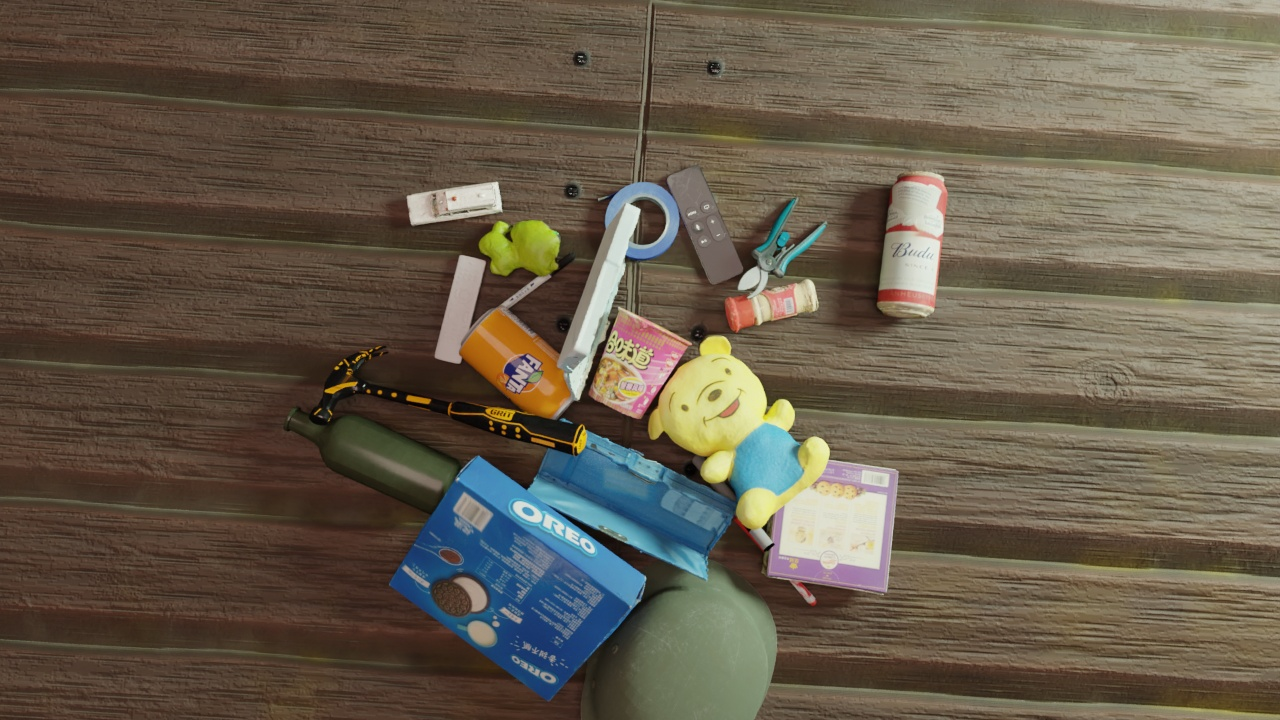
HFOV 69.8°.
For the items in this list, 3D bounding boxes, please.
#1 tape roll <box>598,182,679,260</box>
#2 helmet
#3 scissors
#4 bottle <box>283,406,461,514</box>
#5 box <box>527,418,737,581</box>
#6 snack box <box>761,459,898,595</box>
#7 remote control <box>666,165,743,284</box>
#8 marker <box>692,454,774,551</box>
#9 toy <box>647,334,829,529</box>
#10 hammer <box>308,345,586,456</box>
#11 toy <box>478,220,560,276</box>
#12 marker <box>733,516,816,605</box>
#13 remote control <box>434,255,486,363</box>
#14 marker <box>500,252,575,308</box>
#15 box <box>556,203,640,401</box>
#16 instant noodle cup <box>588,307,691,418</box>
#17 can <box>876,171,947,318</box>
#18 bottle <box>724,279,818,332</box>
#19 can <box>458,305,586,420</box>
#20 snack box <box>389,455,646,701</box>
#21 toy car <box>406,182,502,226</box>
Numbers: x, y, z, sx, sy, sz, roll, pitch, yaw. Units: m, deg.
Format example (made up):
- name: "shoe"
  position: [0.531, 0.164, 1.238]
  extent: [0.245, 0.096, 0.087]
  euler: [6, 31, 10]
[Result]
- name: "tape roll"
  position: [0.002, -0.170, 1.125]
  extent: [0.091, 0.016, 0.093]
  euler: [-19, 88, -2]
- name: "helmet"
  position: [0.044, 0.365, 1.031]
  extent: [0.227, 0.154, 0.267]
  euler: [34, 87, 1]
- name: "scissors"
  position: [0.170, -0.139, 1.114]
  extent: [0.128, 0.019, 0.153]
  euler: [-1, 77, -12]
- name: "bottle"
  position: [-0.317, 0.110, 1.078]
  extent: [0.207, 0.071, 0.071]
  euler: [24, 87, 0]
- name: "box"
  position: [-0.015, 0.171, 1.054]
  extent: [0.231, 0.101, 0.094]
  euler: [26, 129, -1]
- name: "snack box"
  position: [0.226, 0.193, 1.092]
  extent: [0.143, 0.040, 0.148]
  euler: [9, 81, -1]
- name: "remote control"
  position: [0.079, -0.167, 1.131]
  extent: [0.045, 0.008, 0.146]
  euler: [-23, 88, -2]
- name: "marker"
  position: [0.108, 0.167, 1.086]
  extent: [0.016, 0.016, 0.140]
  euler: [-38, 65, -3]
- name: "toy"
  position: [0.108, 0.085, 1.065]
  extent: [0.148, 0.084, 0.214]
  euler: [-36, 66, -20]
- name: "hammer"
  position: [-0.213, 0.054, 1.050]
  extent: [0.321, 0.036, 0.123]
  euler: [12, 49, 12]
- name: "toy"
  position: [-0.143, -0.136, 1.112]
  extent: [0.093, 0.036, 0.094]
  euler: [-33, 79, 2]
- name: "marker"
  position: [0.164, 0.242, 1.111]
  extent: [0.013, 0.013, 0.142]
  euler: [-41, 89, -3]
- name: "remote control"
  position: [-0.219, -0.062, 1.117]
  extent: [0.033, 0.012, 0.131]
  euler: [13, 87, 2]
- name: "marker"
  position: [-0.140, -0.085, 1.121]
  extent: [0.152, 0.011, 0.011]
  euler: [-37, 88, -2]
- name: "box"
  position: [-0.048, -0.066, 1.029]
  extent: [0.049, 0.137, 0.196]
  euler: [17, 64, 3]
- name: "instant noodle cup"
  position: [-0.006, 0.006, 1.084]
  extent: [0.097, 0.097, 0.108]
  euler: [26, 95, 0]
- name: "can"
  position: [0.328, -0.138, 1.105]
  extent: [0.067, 0.067, 0.170]
  euler: [8, 87, -1]
- name: "bottle"
  position: [0.158, -0.067, 1.111]
  extent: [0.109, 0.044, 0.044]
  euler: [-14, 88, -2]
- name: "can"
  position: [-0.139, 0.007, 1.082]
  extent: [0.142, 0.079, 0.079]
  euler: [41, 87, 1]
- name: "snack box"
  position: [-0.142, 0.251, 1.037]
  extent: [0.239, 0.056, 0.196]
  euler: [36, 120, 0]
- name: "toy car"
  position: [-0.226, -0.191, 1.110]
  extent: [0.113, 0.039, 0.039]
  euler: [-9, 88, -2]
